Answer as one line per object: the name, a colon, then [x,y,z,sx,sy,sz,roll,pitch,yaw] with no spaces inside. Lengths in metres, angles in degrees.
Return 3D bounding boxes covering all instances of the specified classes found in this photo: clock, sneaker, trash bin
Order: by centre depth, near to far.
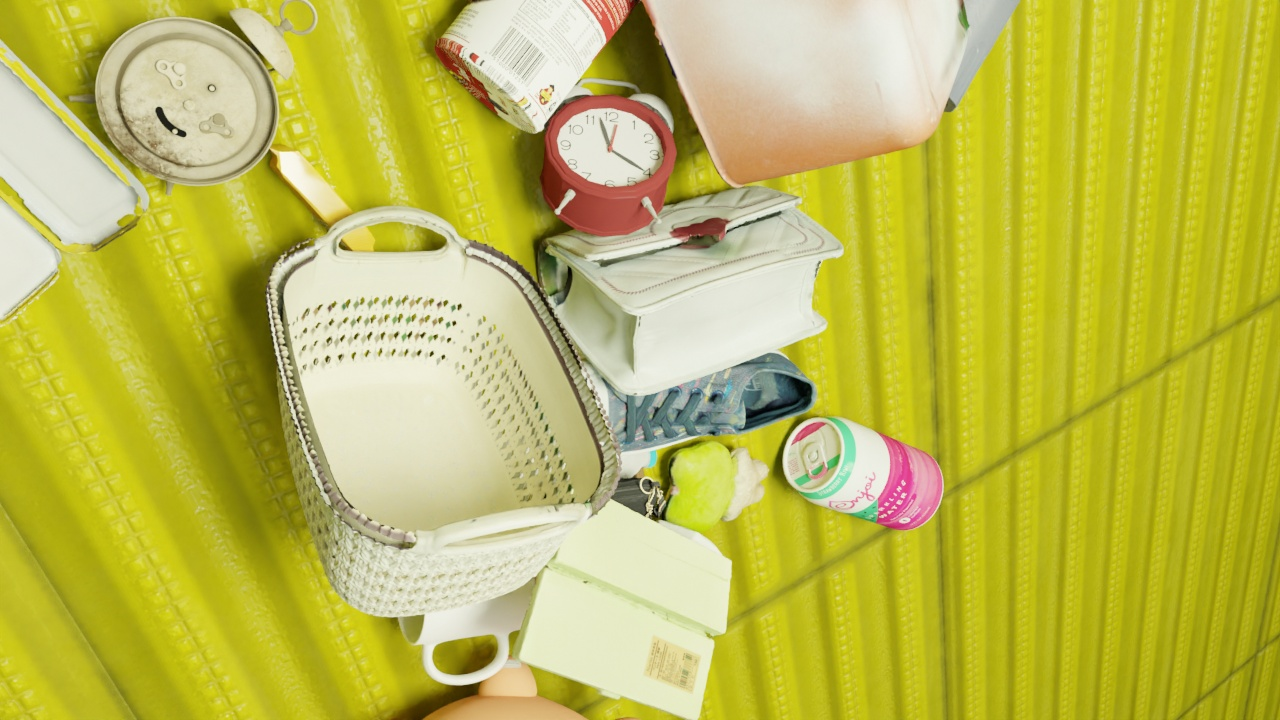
clock: [-0.249,-0.166,0.538,0.141,0.054,0.093,-39,125,-4]
trash bin: [0.109,-0.269,0.612,0.260,0.158,0.181,62,41,-32]
clock: [-0.024,-0.148,0.650,0.096,0.137,0.048,4,153,-8]
sneaker: [0.035,0.038,0.715,0.235,0.079,0.087,-8,113,-29]

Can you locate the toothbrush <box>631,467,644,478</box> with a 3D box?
toothbrush: [0.002,0.165,0.851,0.016,0.016,0.167,-19,119,-25]

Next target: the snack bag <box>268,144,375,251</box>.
snack bag: [-0.209,-0.104,0.605,0.020,0.026,0.099,-47,125,-15]

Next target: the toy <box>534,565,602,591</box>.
toy: [-0.046,0.184,0.810,0.105,0.053,0.108,-52,134,-19]

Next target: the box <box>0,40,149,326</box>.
box: [-0.381,-0.125,0.482,0.128,0.045,0.210,-41,126,-10]

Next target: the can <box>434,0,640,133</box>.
can: [-0.067,-0.223,0.606,0.086,0.087,0.116,39,86,-36]

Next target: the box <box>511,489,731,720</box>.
box: [-0.005,0.188,0.701,0.187,0.030,0.138,34,56,-33]

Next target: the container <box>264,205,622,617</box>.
container: [-0.133,0.037,0.578,0.184,0.251,0.144,-6,140,-32]

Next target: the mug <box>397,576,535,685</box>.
mug: [-0.140,0.202,0.732,0.090,0.074,0.110,1,85,-32]

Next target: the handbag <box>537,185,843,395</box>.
handbag: [0.038,-0.069,0.701,0.198,0.142,0.096,-20,135,-26]

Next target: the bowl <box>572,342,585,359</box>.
bowl: [-0.004,0.004,0.759,0.114,0.050,0.115,-12,115,-28]

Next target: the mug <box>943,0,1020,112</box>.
mug: [0.244,-0.288,0.785,0.124,0.084,0.104,26,97,-12]

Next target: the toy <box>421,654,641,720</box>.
toy: [-0.112,0.397,0.734,0.263,0.266,0.280,29,72,-5]

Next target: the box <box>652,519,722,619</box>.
box: [0.004,0.212,0.783,0.165,0.084,0.095,-58,148,-29]

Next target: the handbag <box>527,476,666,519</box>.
handbag: [-0.041,0.121,0.752,0.128,0.054,0.079,-2,144,-18]

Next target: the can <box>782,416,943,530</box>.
can: [0.225,0.114,0.923,0.165,0.088,0.088,21,97,-36]

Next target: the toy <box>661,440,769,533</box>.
toy: [0.072,0.116,0.858,0.117,0.043,0.092,-3,108,-34]

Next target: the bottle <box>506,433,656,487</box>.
bottle: [-0.048,0.082,0.769,0.136,0.044,0.044,2,108,-32]
